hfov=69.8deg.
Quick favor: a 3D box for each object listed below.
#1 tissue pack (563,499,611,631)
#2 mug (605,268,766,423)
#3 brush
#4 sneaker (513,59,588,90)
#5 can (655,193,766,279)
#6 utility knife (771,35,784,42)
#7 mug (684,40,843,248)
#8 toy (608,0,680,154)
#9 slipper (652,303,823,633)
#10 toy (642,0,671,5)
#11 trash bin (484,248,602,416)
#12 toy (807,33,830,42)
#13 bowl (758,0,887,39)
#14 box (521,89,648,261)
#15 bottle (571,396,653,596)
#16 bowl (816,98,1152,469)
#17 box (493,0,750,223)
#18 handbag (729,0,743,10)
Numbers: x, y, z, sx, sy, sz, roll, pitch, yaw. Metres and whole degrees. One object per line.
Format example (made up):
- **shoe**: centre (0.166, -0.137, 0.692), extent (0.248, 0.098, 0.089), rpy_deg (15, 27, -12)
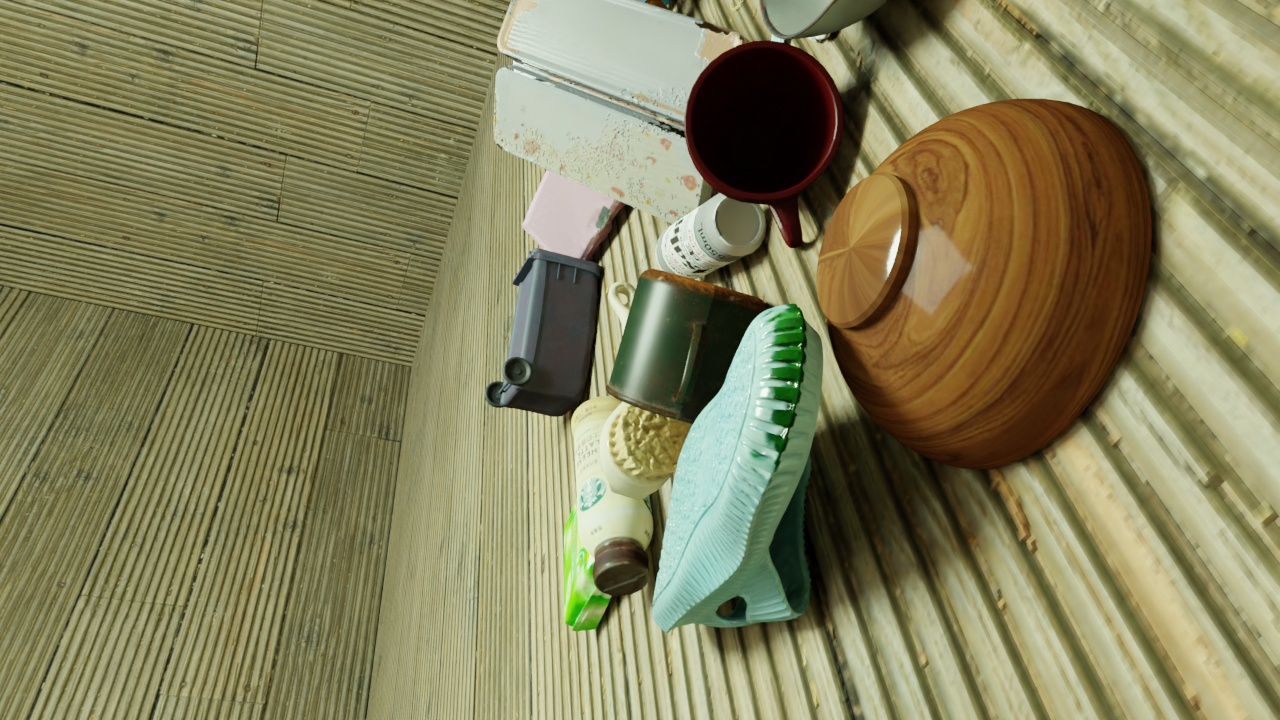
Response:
- **tissue pack**: centre (-0.038, 0.153, 0.756), extent (0.113, 0.034, 0.100), rpy_deg (-94, 22, -46)
- **mug**: centre (0.030, -0.007, 0.556), extent (0.111, 0.085, 0.081), rpy_deg (-96, 21, -84)
- **brush**: centre (-0.004, 0.004, 0.730), extent (0.077, 0.062, 0.271), rpy_deg (-51, 24, 24)
- **sneaker**: centre (-0.077, -0.315, 0.962), extent (0.245, 0.091, 0.097), rpy_deg (-40, -49, -76)
- **can**: centre (0.046, -0.084, 0.634), extent (0.107, 0.044, 0.044), rpy_deg (164, 117, -70)
- **utility knife**: centre (0.101, -0.288, 0.620), extent (0.029, 0.020, 0.198), rpy_deg (-153, 68, -73)
- **mug**: centre (0.074, -0.120, 0.544), extent (0.088, 0.087, 0.114), rpy_deg (-51, -58, -85)
- **toy**: centre (0.012, -0.261, 0.816), extent (0.133, 0.076, 0.175), rpy_deg (79, -161, -49)
- **slipper**: centre (0.056, 0.067, 0.462), extent (0.277, 0.069, 0.115), rpy_deg (105, 172, -61)
- **toy**: centre (-0.012, -0.407, 0.839), extent (0.191, 0.099, 0.224), rpy_deg (-37, -36, -61)
- **trash bin**: centre (-0.101, -0.031, 0.971), extent (0.094, 0.092, 0.160), rpy_deg (140, 139, -63)
- **toy**: centre (0.106, -0.249, 0.558), extent (0.065, 0.050, 0.102), rpy_deg (-151, 68, -67)
- **bowl**: centre (0.122, -0.236, 0.476), extent (0.151, 0.056, 0.150), rpy_deg (-169, 91, -70)
- **box**: centre (-0.033, -0.199, 0.968), extent (0.114, 0.099, 0.233), rpy_deg (-39, -7, -32)
- **bottle**: centre (-0.021, 0.100, 0.699), extent (0.161, 0.056, 0.057), rpy_deg (-99, 27, -48)
- **bowl**: centre (0.112, -0.036, 0.358), extent (0.147, 0.068, 0.147), rpy_deg (-169, 91, -72)
- **box**: centre (-0.024, -0.207, 0.722), extent (0.063, 0.216, 0.157), rpy_deg (-29, -40, -50)
- **handbag**: centre (0.098, -0.361, 0.702), extent (0.084, 0.027, 0.178), rpy_deg (-109, 30, -59)
